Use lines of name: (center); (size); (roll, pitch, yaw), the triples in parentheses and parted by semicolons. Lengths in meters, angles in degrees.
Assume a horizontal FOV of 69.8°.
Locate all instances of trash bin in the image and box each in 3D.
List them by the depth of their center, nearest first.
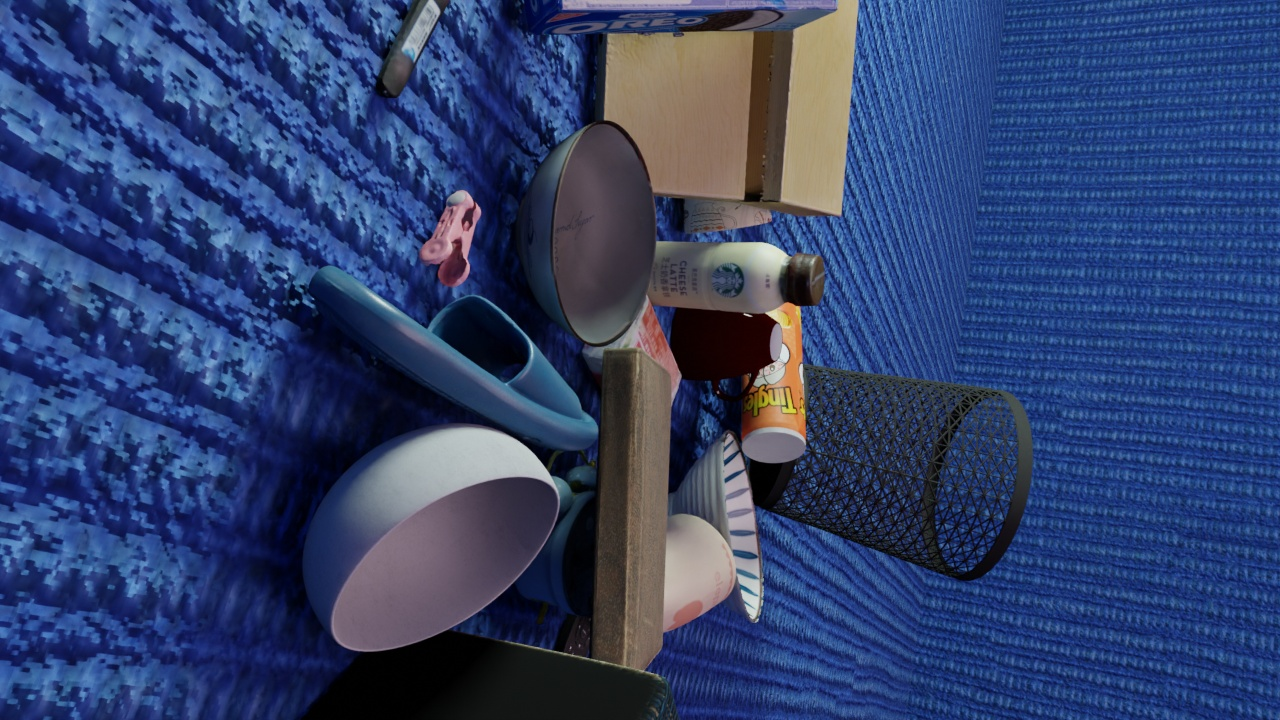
trash bin: (0.262, 0.110, 1.019); (0.217, 0.243, 0.217); (-168, -88, -85)

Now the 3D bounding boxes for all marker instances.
marker: (-0.120, -0.197, 0.512); (0.018, 0.015, 0.122); (46, 57, -52)

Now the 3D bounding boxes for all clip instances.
clip: (-0.109, -0.072, 0.549); (0.035, 0.022, 0.057); (49, 50, -51)

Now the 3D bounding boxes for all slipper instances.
slipper: (-0.088, -0.001, 0.509); (0.059, 0.104, 0.213); (-58, 145, -3)

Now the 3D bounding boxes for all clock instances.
clock: (-0.052, 0.124, 0.665); (0.088, 0.052, 0.124); (-10, 103, -62)

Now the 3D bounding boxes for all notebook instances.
notebook: (-0.007, 0.104, 0.610); (0.190, 0.034, 0.215); (43, 49, -79)

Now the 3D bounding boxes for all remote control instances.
remote control: (-0.042, 0.200, 0.745); (0.124, 0.010, 0.039); (-67, 149, -31)

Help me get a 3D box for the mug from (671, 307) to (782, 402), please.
mug: (0.089, -0.009, 0.881); (0.086, 0.088, 0.114); (-48, 136, -50)

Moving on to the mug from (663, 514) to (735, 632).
mug: (0.010, 0.192, 0.757); (0.104, 0.085, 0.112); (-13, 136, -53)

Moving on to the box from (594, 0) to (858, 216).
box: (0.082, -0.249, 0.736); (0.260, 0.097, 0.247); (0, 95, -31)

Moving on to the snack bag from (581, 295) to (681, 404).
snack bag: (-0.004, 0.004, 0.755); (0.076, 0.036, 0.116); (-67, 148, -33)

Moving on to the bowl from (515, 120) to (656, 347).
bowl: (-0.045, -0.087, 0.633); (0.150, 0.057, 0.151); (-19, 111, -62)

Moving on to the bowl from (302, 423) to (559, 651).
bowl: (-0.115, 0.085, 0.485); (0.131, 0.064, 0.132); (-30, 148, -21)

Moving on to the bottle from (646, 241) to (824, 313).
bottle: (0.064, -0.067, 0.737); (0.056, 0.162, 0.056); (-20, 113, -61)

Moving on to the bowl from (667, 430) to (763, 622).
bowl: (0.065, 0.158, 0.863); (0.177, 0.071, 0.177); (-9, 89, -77)

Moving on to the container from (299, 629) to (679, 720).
container: (-0.088, 0.214, 0.459); (0.144, 0.188, 0.071); (-45, 130, -52)

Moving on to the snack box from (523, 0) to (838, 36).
snack box: (0.031, -0.258, 0.625); (0.226, 0.059, 0.059); (-12, 100, -29)

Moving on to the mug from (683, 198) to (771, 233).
mug: (0.095, -0.174, 0.841); (0.081, 0.122, 0.097); (-100, -178, -79)

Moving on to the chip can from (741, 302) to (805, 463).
chip can: (0.136, -0.002, 0.947); (0.062, 0.062, 0.209); (59, 29, -50)
